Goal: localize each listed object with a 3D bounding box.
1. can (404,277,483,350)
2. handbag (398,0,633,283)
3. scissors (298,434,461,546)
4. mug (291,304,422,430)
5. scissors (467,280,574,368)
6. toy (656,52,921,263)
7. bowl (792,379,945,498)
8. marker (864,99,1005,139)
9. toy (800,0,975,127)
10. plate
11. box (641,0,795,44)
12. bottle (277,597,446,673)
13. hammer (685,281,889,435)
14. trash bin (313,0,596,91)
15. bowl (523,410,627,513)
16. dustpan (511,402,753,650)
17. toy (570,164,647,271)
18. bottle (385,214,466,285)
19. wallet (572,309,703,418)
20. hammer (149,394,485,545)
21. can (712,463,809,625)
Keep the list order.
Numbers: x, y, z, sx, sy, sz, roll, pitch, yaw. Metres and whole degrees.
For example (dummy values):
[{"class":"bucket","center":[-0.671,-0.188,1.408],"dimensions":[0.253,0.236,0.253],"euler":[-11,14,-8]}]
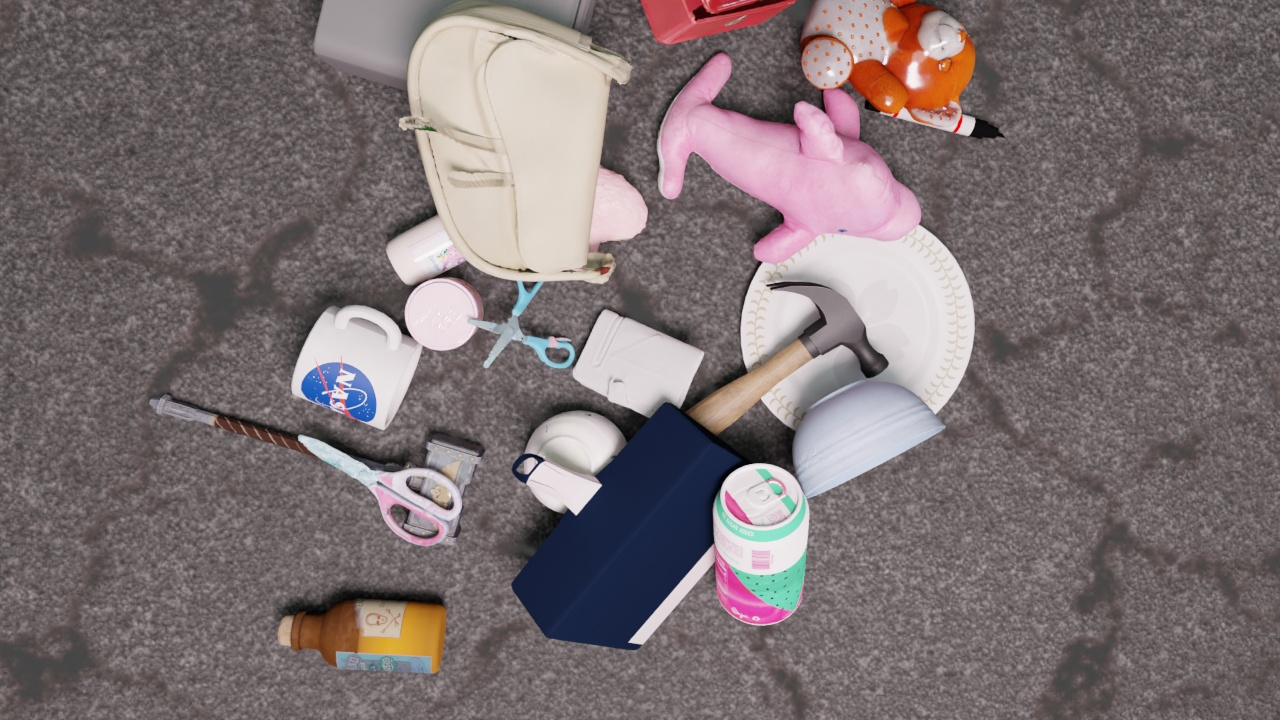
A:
[{"class":"can","center":[-0.186,-0.046,0.877],"dimensions":[0.067,0.076,0.067],"euler":[-1,97,-5]},{"class":"handbag","center":[-0.102,-0.169,0.767],"dimensions":[0.184,0.131,0.229],"euler":[4,120,-5]},{"class":"scissors","center":[-0.254,0.113,0.882],"dimensions":[0.174,0.017,0.076],"euler":[31,98,1]},{"class":"mug","center":[-0.262,-0.003,0.860],"dimensions":[0.090,0.090,0.122],"euler":[23,129,-7]},{"class":"scissors","center":[-0.113,-0.042,0.882],"dimensions":[0.015,0.136,0.125],"euler":[-14,72,34]},{"class":"toy","center":[0.145,-0.191,0.858],"dimensions":[0.265,0.128,0.186],"euler":[24,84,5]},{"class":"bowl","center":[0.205,0.066,0.878],"dimensions":[0.150,0.150,0.074],"euler":[-27,75,-1]},{"class":"marker","center":[0.297,-0.243,0.919],"dimensions":[0.145,0.019,0.019],"euler":[13,95,-6]},{"class":"toy","center":[0.242,-0.302,0.869],"dimensions":[0.172,0.093,0.163],"euler":[21,72,-10]},{"class":"plate","center":[0.222,-0.032,0.940],"dimensions":[0.242,0.016,0.242],"euler":[0,97,-4]},{"class":"box","center":[0.071,-0.369,0.820],"dimensions":[0.158,0.087,0.129],"euler":[-28,101,-36]},{"class":"bottle","center":[-0.276,0.272,0.913],"dimensions":[0.157,0.068,0.068],"euler":[5,96,-5]},{"class":"hammer","center":[0.085,0.039,0.916],"dimensions":[0.305,0.040,0.132],"euler":[-36,100,7]},{"class":"trash bin","center":[-0.157,-0.329,0.837],"dimensions":[0.220,0.097,0.192],"euler":[15,95,-5]},{"class":"bowl","center":[-0.066,0.101,0.900],"dimensions":[0.105,0.054,0.105],"euler":[0,90,14]},{"class":"dustpan","center":[-0.018,0.152,0.874],"dimensions":[0.236,0.273,0.080],"euler":[-50,54,5]},{"class":"toy","center":[-0.055,-0.141,0.891],"dimensions":[0.108,0.053,0.105],"euler":[36,104,-8]},{"class":"bottle","center":[-0.170,-0.124,0.882],"dimensions":[0.146,0.051,0.051],"euler":[-28,98,-1]},{"class":"wallet","center":[-0.005,0.005,0.899],"dimensions":[0.116,0.032,0.086],"euler":[20,88,20]},{"class":"hammer","center":[-0.323,0.088,0.903],"dimensions":[0.322,0.044,0.098],"euler":[17,95,-4]},{"class":"can","center":[0.115,0.180,0.886],"dimensions":[0.088,0.088,0.166],"euler":[-10,135,-3]}]
